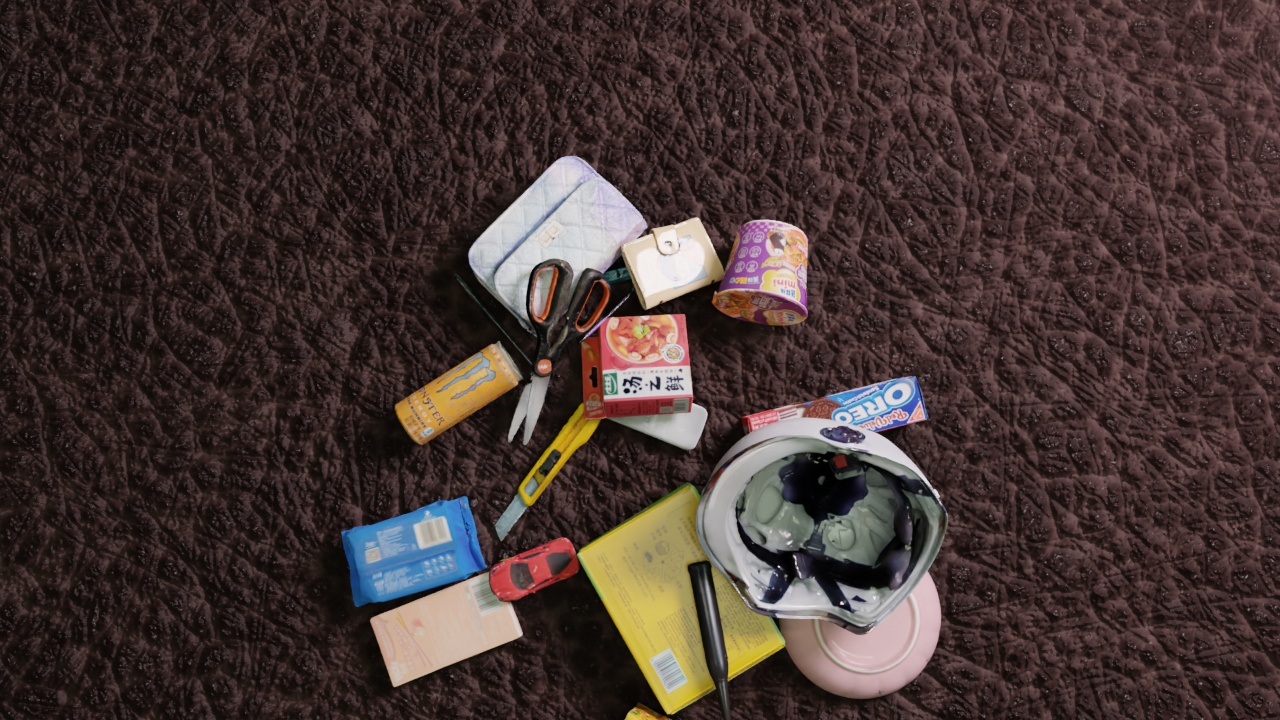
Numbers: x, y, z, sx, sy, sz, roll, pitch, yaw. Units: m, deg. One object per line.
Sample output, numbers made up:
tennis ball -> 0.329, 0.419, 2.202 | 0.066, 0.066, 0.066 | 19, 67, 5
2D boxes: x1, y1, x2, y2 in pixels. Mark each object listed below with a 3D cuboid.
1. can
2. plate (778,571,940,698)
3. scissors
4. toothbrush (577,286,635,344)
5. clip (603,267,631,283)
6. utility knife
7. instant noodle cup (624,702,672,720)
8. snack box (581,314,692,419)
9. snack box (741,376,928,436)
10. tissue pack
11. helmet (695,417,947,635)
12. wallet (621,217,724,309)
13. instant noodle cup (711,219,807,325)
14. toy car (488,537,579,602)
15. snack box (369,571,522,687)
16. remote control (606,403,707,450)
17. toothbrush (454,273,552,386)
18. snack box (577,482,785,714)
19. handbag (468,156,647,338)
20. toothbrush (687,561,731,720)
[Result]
can -> -0.214, 0.038, 1.082 | 0.146, 0.058, 0.058 | -33, 85, -4
plate -> 0.258, 0.298, 1.066 | 0.192, 0.039, 0.192 | 0, 84, 0
scissors -> -0.095, -0.005, 1.073 | 0.162, 0.022, 0.234 | -12, 112, -23
toothbrush -> -0.012, -0.081, 1.092 | 0.017, 0.014, 0.188 | 48, 67, -5
clip -> -0.023, -0.105, 1.117 | 0.056, 0.040, 0.014 | -14, 81, 2
utility knife -> -0.109, 0.129, 1.087 | 0.033, 0.015, 0.207 | 37, 92, 10
instant noodle cup -> 0.024, 0.452, 1.018 | 0.124, 0.116, 0.116 | 31, 84, 14
snack box -> -0.006, 0.006, 1.075 | 0.127, 0.044, 0.113 | -4, 61, -1
snack box -> 0.227, 0.068, 1.083 | 0.207, 0.058, 0.057 | -14, 87, -2
tissue pack -> -0.264, 0.222, 1.065 | 0.157, 0.052, 0.095 | -17, 82, -2
helmet -> 0.189, 0.155, 0.997 | 0.258, 0.145, 0.229 | 18, 113, -2
wallet -> 0.037, -0.119, 1.099 | 0.115, 0.024, 0.087 | -23, 94, -22
instant noodle cup -> 0.148, -0.105, 1.080 | 0.111, 0.112, 0.099 | 12, 77, 1
toy car -> -0.123, 0.243, 1.065 | 0.106, 0.031, 0.049 | -18, 83, -19
snack box -> -0.225, 0.310, 1.069 | 0.157, 0.026, 0.084 | -21, 85, -2
remote control -> 0.010, 0.060, 1.100 | 0.136, 0.020, 0.056 | 21, 83, 4
toothbrush -> -0.170, -0.035, 1.112 | 0.018, 0.015, 0.181 | -39, 86, 5
snack box -> 0.045, 0.268, 1.053 | 0.157, 0.070, 0.210 | -30, 85, -4
handbag -> -0.103, -0.138, 1.092 | 0.134, 0.075, 0.194 | 43, 86, -2
toothbrush -> 0.085, 0.326, 0.998 | 0.027, 0.026, 0.212 | -12, 84, 3
